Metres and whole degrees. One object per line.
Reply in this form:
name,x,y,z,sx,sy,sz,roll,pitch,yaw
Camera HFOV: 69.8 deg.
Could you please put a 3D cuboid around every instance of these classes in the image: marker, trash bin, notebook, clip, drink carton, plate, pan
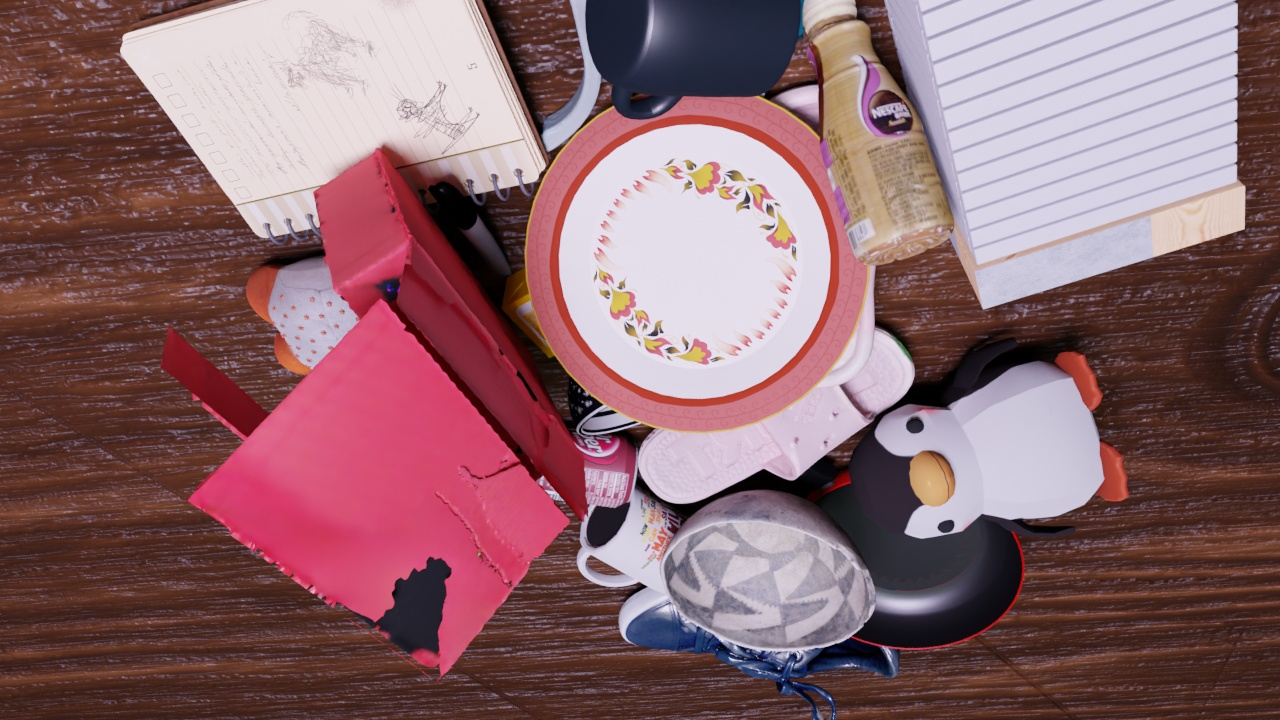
marker,-0.116,-0.089,0.635,0.022,0.016,0.139,25,168,15
trash bin,0.220,-0.183,0.505,0.143,0.142,0.247,-18,129,15
notebook,-0.187,-0.157,0.584,0.226,0.024,0.167,-8,134,16
clip,-0.083,-0.219,0.550,0.158,0.030,0.174,17,129,-16
drink carton,-0.035,-0.058,0.681,0.123,0.040,0.058,-27,126,22
plate,0.035,-0.065,0.613,0.230,0.021,0.230,3,103,12
pan,0.190,0.131,0.831,0.209,0.067,0.356,-37,105,30

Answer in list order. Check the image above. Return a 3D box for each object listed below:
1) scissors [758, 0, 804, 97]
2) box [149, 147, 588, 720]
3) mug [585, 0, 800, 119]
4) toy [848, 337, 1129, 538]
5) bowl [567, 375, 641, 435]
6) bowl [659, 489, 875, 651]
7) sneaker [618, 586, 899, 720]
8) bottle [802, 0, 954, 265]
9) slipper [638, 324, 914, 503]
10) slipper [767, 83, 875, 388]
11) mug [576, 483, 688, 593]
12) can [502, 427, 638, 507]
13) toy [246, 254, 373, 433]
scissors,0.082,-0.225,0.531,0.149,0.019,0.123,-23,92,57
box,-0.116,0.037,0.536,0.121,0.317,0.211,-16,135,17
mug,0.019,-0.184,0.529,0.094,0.085,0.122,-8,156,-29
toy,0.254,0.076,0.730,0.184,0.140,0.159,-17,89,-5
bowl,-0.004,0.004,0.709,0.120,0.066,0.120,-20,165,-6
bowl,0.110,0.170,0.797,0.178,0.081,0.179,7,129,9
sneaker,0.123,0.296,0.939,0.294,0.127,0.121,1,130,2
bottle,0.132,-0.142,0.543,0.059,0.166,0.060,-16,172,-2
slipper,0.103,0.048,0.733,0.240,0.064,0.094,-30,105,15
slipper,0.117,-0.078,0.636,0.107,0.055,0.222,-4,116,9
mug,-0.009,0.173,0.856,0.089,0.073,0.105,35,111,-27
can,-0.063,0.090,0.796,0.114,0.063,0.063,9,130,-8
toy,-0.207,-0.004,0.704,0.164,0.092,0.173,-9,118,4
